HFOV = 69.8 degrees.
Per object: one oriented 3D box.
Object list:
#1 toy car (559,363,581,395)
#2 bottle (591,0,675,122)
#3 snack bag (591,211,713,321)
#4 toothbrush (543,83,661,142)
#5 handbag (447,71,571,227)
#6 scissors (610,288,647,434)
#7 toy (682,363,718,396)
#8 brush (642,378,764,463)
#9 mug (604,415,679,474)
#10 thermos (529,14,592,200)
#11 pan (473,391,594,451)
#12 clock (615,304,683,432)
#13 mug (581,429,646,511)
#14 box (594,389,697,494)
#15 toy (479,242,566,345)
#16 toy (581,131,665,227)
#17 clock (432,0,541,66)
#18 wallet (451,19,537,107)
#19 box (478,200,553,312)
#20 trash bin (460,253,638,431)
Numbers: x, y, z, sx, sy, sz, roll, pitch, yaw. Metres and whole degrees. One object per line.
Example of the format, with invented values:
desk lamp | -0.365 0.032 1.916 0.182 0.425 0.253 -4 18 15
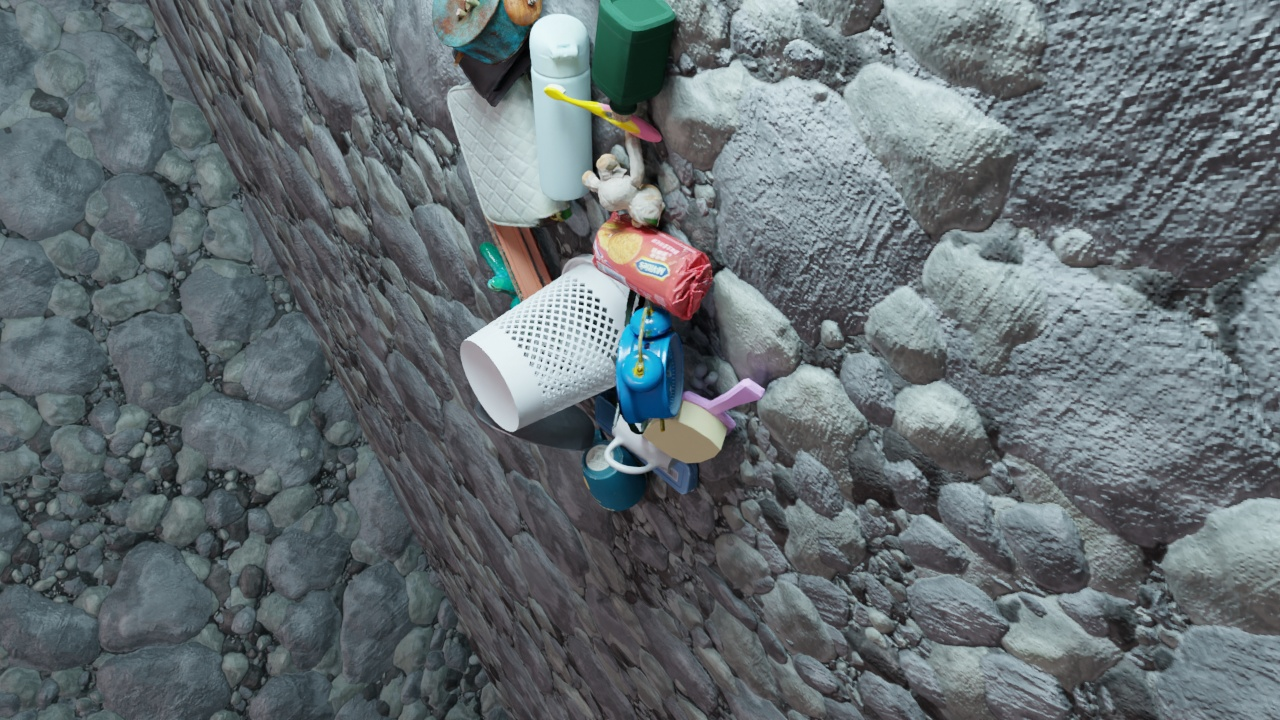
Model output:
toy car | -0.106 0.028 1.403 0.040 0.037 0.092 64 178 -12
bottle | -0.011 -0.294 0.910 0.061 0.061 0.131 50 151 24
snack bag | 0.015 -0.107 1.041 0.176 0.082 0.082 34 144 40
toothbrush | -0.039 -0.264 0.977 0.135 0.016 0.021 23 137 -2
handbag | -0.162 -0.270 1.181 0.139 0.072 0.195 12 127 44
scissors | -0.007 0.007 1.143 0.015 0.201 0.202 6 155 15
toy | 0.064 0.035 1.143 0.049 0.030 0.112 33 150 -4
brush | 0.078 0.071 1.107 0.089 0.043 0.229 34 155 -11
mug | 0.006 0.114 1.239 0.089 0.107 0.071 39 158 19
thermos | -0.089 -0.285 1.046 0.207 0.065 0.077 91 168 -46
pan | -0.161 0.058 1.403 0.357 0.178 0.041 -128 55 -75
clock | 0.009 0.006 1.054 0.060 0.116 0.161 2 147 14
mug | -0.048 0.156 1.373 0.104 0.084 0.112 64 -174 -57
box | 0.010 0.113 1.329 0.209 0.037 0.066 36 138 35
toy | -0.176 -0.101 1.379 0.193 0.072 0.130 57 -168 12
toy | -0.008 -0.194 1.014 0.106 0.074 0.085 51 139 7
clock | -0.162 -0.400 1.000 0.158 0.073 0.121 -22 68 36
wallet | -0.168 -0.369 1.074 0.115 0.026 0.089 -45 69 24
box | -0.166 -0.161 1.298 0.048 0.085 0.187 1 116 52
trash bin | -0.117 -0.012 1.217 0.195 0.199 0.196 40 147 33
